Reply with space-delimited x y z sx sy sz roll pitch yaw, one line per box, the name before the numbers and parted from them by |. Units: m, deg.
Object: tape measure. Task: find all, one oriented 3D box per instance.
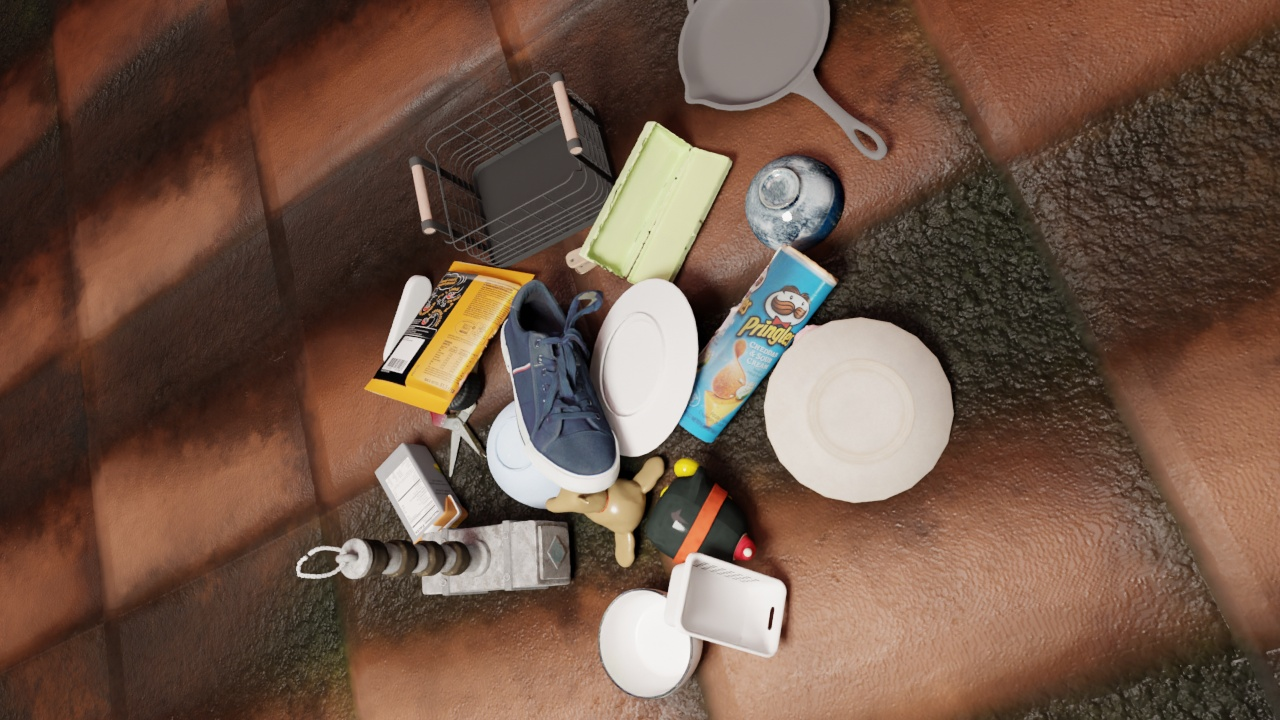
tape measure | -0.244 0.035 1.204 0.063 0.038 0.067 -2 80 27

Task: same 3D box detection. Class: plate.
plate | -0.006 0.006 1.061 0.209 0.015 0.208 -21 64 50
plate | 0.221 0.051 0.931 0.189 0.027 0.188 0 91 7

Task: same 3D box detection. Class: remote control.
remote control | -0.325 -0.053 1.281 0.013 0.043 0.136 16 88 30

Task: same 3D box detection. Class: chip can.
chip can | 0.119 -0.019 1.016 0.080 0.079 0.230 42 101 28

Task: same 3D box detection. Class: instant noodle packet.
instant noodle packet | -0.250 -0.037 1.201 0.160 0.032 0.220 13 63 38

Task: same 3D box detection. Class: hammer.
hammer | -0.228 0.218 1.009 0.177 0.326 0.079 -11 74 26

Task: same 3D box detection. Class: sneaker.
sneaker | -0.088 0.014 1.060 0.127 0.120 0.294 105 150 -45

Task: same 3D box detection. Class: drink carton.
drink carton | -0.290 0.177 1.211 0.076 0.048 0.125 -45 63 13

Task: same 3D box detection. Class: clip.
clip | -0.068 -0.134 1.161 0.061 0.041 0.024 -33 67 25

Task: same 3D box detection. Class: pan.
pan | 0.172 -0.346 1.083 0.217 0.024 0.354 -44 62 14

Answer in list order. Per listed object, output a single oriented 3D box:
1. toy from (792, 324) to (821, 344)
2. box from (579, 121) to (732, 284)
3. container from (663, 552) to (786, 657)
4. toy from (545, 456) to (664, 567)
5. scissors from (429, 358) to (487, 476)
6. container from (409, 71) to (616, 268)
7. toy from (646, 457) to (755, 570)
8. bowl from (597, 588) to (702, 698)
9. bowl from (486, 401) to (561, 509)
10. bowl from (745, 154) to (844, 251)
toy | 0.215 0.010 0.973 0.105 0.053 0.108 -13 78 16
box | 0.019 -0.183 1.122 0.130 0.064 0.188 26 93 9
container | 0.083 0.254 0.951 0.050 0.129 0.080 -22 50 56
toy | -0.046 0.160 1.055 0.106 0.108 0.134 16 87 57
scissors | -0.249 0.046 1.236 0.199 0.015 0.179 38 99 28
container | -0.157 -0.242 1.179 0.242 0.130 0.162 -23 69 23
toy | 0.069 0.180 0.994 0.119 0.099 0.098 29 139 7
bowl | 0.018 0.308 1.007 0.116 0.065 0.116 -6 76 27
bowl | -0.132 0.106 1.126 0.151 0.074 0.150 -6 77 28
bowl | 0.166 -0.184 1.033 0.115 0.060 0.114 -6 78 26
